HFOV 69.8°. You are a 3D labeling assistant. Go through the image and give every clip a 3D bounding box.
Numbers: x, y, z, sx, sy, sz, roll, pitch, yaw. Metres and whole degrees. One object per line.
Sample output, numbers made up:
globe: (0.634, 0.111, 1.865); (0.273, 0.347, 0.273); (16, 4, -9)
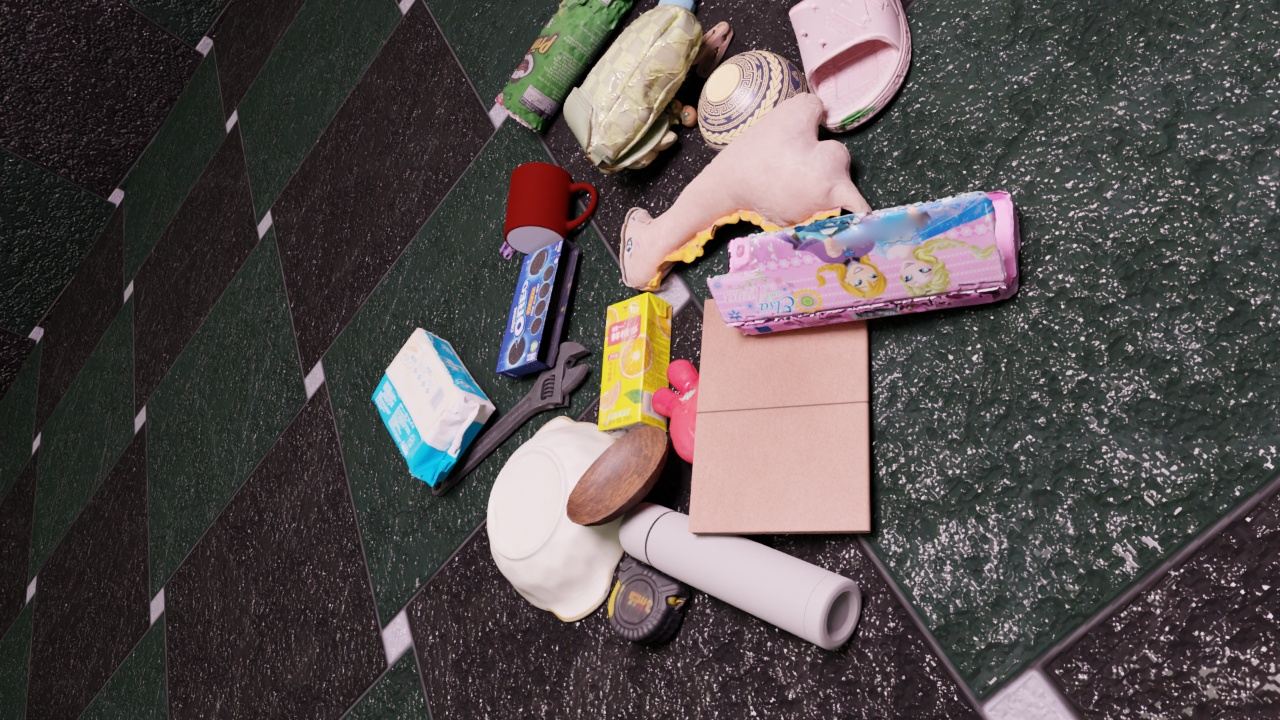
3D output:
clip: (0.080, -0.329, 0.984); (0.061, 0.043, 0.025); (-43, 46, 4)
clip: (-0.157, -0.150, 1.133); (0.036, 0.013, 0.053); (31, 97, 49)

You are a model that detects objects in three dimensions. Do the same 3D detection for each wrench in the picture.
wrench: (-0.149, 0.072, 1.020); (0.274, 0.018, 0.073); (-41, 43, 26)

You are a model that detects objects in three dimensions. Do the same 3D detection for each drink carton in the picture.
drink carton: (-0.005, 0.005, 0.889); (0.059, 0.043, 0.134); (-16, 60, 40)

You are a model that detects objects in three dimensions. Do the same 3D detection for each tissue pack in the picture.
tissue pack: (-0.247, 0.053, 1.083); (0.117, 0.066, 0.209); (-55, 40, 8)

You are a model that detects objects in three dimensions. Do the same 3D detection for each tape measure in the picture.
tape measure: (0.006, 0.212, 0.788); (0.067, 0.038, 0.062); (16, 75, 42)

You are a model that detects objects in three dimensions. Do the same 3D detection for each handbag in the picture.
handbag: (0.006, -0.274, 0.957); (0.187, 0.117, 0.113); (-49, 33, 17)

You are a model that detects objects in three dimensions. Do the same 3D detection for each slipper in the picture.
slipper: (0.186, -0.322, 0.837); (0.094, 0.064, 0.238); (-19, 58, 38)

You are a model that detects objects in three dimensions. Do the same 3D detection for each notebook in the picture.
notebook: (0.114, 0.037, 0.743); (0.142, 0.008, 0.208); (-5, 64, 23)

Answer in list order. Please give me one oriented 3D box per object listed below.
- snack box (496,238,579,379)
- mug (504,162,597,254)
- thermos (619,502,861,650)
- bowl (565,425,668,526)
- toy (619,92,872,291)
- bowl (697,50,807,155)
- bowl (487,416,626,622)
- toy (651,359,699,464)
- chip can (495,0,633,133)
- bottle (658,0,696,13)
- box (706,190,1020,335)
snack box: (-0.115, -0.057, 1.024); (0.082, 0.027, 0.150); (-15, 57, 47)
mug: (-0.101, -0.174, 1.055); (0.106, 0.073, 0.082); (-2, 67, 13)
thermos: (0.069, 0.164, 0.735); (0.224, 0.052, 0.052); (13, 81, 47)
bowl: (-0.014, 0.108, 0.813); (0.114, 0.026, 0.102); (-47, 23, -15)
toy: (0.081, -0.127, 0.855); (0.265, 0.065, 0.196); (-40, 53, 31)
bowl: (0.098, -0.255, 0.893); (0.113, 0.061, 0.112); (-21, 58, 37)
bowl: (-0.093, 0.145, 0.899); (0.189, 0.060, 0.219); (-38, 49, 26)
toy: (0.061, 0.047, 0.801); (0.135, 0.045, 0.091); (28, 90, 42)
chip can: (-0.088, -0.392, 1.132); (0.223, 0.075, 0.075); (-52, 44, 13)
bottle: (0.038, -0.390, 1.031); (0.040, 0.040, 0.130); (17, 84, 47)
box: (0.160, -0.084, 0.700); (0.231, 0.096, 0.085); (-7, 64, 30)
